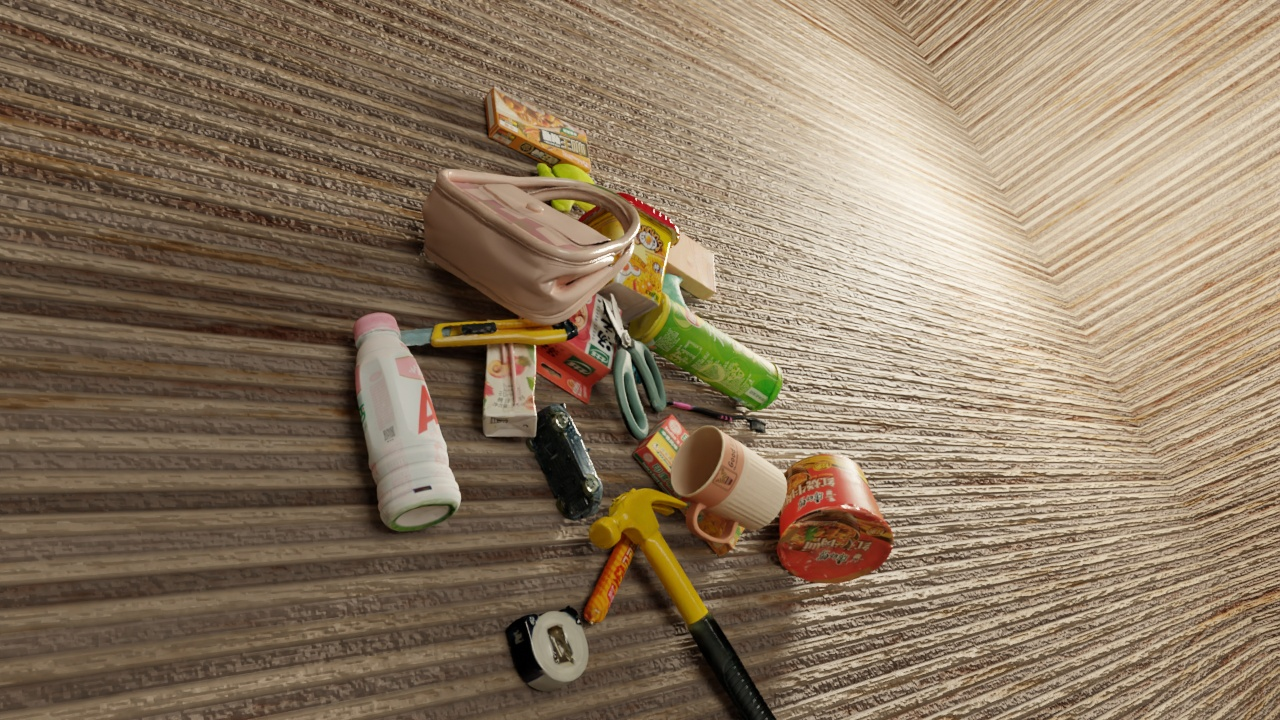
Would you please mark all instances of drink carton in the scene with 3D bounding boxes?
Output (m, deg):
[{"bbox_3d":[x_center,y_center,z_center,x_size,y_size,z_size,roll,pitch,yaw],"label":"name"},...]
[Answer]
[{"bbox_3d":[-0.131,0.015,0.927,0.053,0.046,0.122,1,54,-9],"label":"drink carton"}]

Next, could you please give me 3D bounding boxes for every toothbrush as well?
[{"bbox_3d":[0.099,0.072,1.178,0.189,0.014,0.017,15,61,-40],"label":"toothbrush"}]

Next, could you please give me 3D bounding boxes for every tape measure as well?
[{"bbox_3d":[-0.078,0.254,0.806,0.065,0.034,0.066,1,59,-46],"label":"tape measure"}]

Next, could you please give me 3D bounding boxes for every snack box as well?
[{"bbox_3d":[0.063,0.144,1.063,0.156,0.027,0.076,50,36,-4],"label":"snack box"},{"bbox_3d":[-0.136,-0.301,1.221,0.153,0.026,0.075,19,48,-38],"label":"snack box"},{"bbox_3d":[-0.082,-0.033,1.037,0.113,0.044,0.126,33,40,-25],"label":"snack box"},{"bbox_3d":[0.040,-0.154,1.293,0.157,0.026,0.084,30,41,-28],"label":"snack box"}]

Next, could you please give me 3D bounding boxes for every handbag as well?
[{"bbox_3d":[-0.097,-0.145,0.999,0.193,0.094,0.233,34,37,22],"label":"handbag"}]

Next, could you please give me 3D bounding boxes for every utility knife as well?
[{"bbox_3d":[-0.162,-0.026,0.904,0.216,0.015,0.033,-5,52,-24],"label":"utility knife"}]

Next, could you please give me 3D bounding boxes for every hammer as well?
[{"bbox_3d":[0.060,0.263,0.931,0.300,0.033,0.128,59,35,0],"label":"hammer"}]

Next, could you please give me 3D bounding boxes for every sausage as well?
[{"bbox_3d":[-0.023,0.204,0.920,0.021,0.022,0.164,45,36,-11],"label":"sausage"}]

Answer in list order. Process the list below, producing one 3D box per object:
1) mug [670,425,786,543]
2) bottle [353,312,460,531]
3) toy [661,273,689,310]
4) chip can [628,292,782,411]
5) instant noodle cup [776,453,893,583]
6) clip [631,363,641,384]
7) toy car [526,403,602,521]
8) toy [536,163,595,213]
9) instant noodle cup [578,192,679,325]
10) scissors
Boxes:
[{"bbox_3d":[0.094,0.146,1.012,0.106,0.082,0.114,32,68,-29],"label":"mug"},{"bbox_3d":[-0.213,0.048,0.804,0.068,0.068,0.196,7,53,-45],"label":"bottle"},{"bbox_3d":[0.038,-0.077,1.223,0.096,0.030,0.092,-5,62,-44],"label":"toy"},{"bbox_3d":[0.089,-0.008,1.183,0.221,0.073,0.072,31,41,-28],"label":"chip can"},{"bbox_3d":[0.232,0.191,1.131,0.138,0.138,0.108,34,31,-24],"label":"instant noodle cup"},{"bbox_3d":[-0.005,0.003,1.119,0.047,0.014,0.056,34,38,-24],"label":"clip"},{"bbox_3d":[-0.074,0.101,0.923,0.036,0.054,0.120,-7,66,-48],"label":"toy car"},{"bbox_3d":[-0.094,-0.227,1.201,0.096,0.031,0.099,47,39,-13],"label":"toy"},{"bbox_3d":[-0.023,-0.120,1.130,0.116,0.116,0.123,25,56,-34],"label":"instant noodle cup"},{"bbox_3d":[-0.006,0.003,1.065,0.170,0.019,0.177,1,75,-68],"label":"scissors"}]
